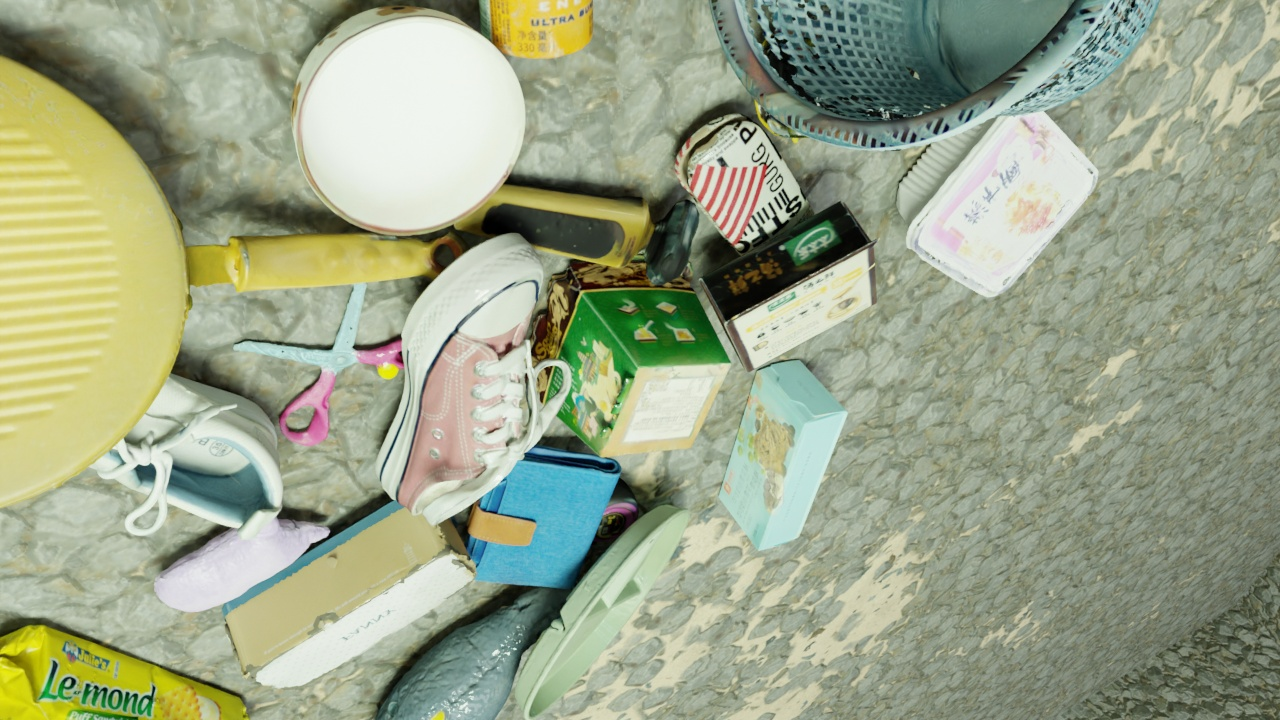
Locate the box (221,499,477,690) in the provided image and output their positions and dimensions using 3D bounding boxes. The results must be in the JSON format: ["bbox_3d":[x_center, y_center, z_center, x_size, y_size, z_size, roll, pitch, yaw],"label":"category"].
[{"bbox_3d":[-0.205,0.168,0.678,0.184,0.062,0.090,-32,153,-9],"label":"box"}]

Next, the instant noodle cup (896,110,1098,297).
[{"bbox_3d":[0.282,-0.136,0.751,0.173,0.060,0.138,18,116,-43],"label":"instant noodle cup"}]

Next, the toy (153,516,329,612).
[{"bbox_3d":[-0.277,0.136,0.620,0.108,0.039,0.084,-30,152,2],"label":"toy"}]

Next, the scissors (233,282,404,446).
[{"bbox_3d":[-0.188,0.003,0.579,0.133,0.017,0.134,9,123,-36],"label":"scissors"}]

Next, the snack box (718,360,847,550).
[{"bbox_3d":[0.127,0.090,0.843,0.051,0.074,0.175,-13,135,-27],"label":"snack box"}]

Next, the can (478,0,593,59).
[{"bbox_3d":[-0.051,-0.220,0.428,0.058,0.058,0.146,-19,137,-21],"label":"can"}]

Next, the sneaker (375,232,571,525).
[{"bbox_3d":[-0.101,0.029,0.576,0.118,0.088,0.242,-29,156,-46],"label":"sneaker"}]

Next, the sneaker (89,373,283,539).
[{"bbox_3d":[-0.286,0.030,0.475,0.089,0.090,0.242,-42,139,4],"label":"sneaker"}]

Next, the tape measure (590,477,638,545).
[{"bbox_3d":[-0.033,0.127,0.792,0.058,0.039,0.057,-22,135,-10],"label":"tape measure"}]

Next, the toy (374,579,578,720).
[{"bbox_3d":[-0.173,0.320,0.838,0.137,0.091,0.357,0,131,-52],"label":"toy"}]

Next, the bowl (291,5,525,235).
[{"bbox_3d":[-0.122,-0.127,0.463,0.113,0.062,0.114,-21,137,-21],"label":"bowl"}]

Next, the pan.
[{"bbox_3d":[-0.232,-0.042,0.424,0.356,0.078,0.198,-9,95,-33],"label":"pan"}]

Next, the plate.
[{"bbox_3d":[-0.034,0.219,0.820,0.229,0.027,0.231,-47,162,-21],"label":"plate"}]

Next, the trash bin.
[{"bbox_3d":[0.182,-0.220,0.499,0.194,0.226,0.227,-6,132,-49],"label":"trash bin"}]

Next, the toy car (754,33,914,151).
[{"bbox_3d":[0.129,-0.178,0.605,0.155,0.041,0.071,-5,103,-37],"label":"toy car"}]

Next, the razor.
[{"bbox_3d":[-0.036,-0.082,0.573,0.167,0.067,0.062,6,124,-32],"label":"razor"}]

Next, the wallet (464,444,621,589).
[{"bbox_3d":[-0.084,0.128,0.736,0.106,0.040,0.133,11,120,-19],"label":"wallet"}]

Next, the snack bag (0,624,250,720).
[{"bbox_3d":[-0.406,0.283,0.648,0.158,0.068,0.246,-36,139,-2],"label":"snack bag"}]

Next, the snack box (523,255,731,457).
[{"bbox_3d":[-0.004,0.004,0.641,0.117,0.105,0.118,-3,130,-35],"label":"snack box"}]

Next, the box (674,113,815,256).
[{"bbox_3d":[0.081,-0.106,0.634,0.072,0.060,0.164,-23,150,21],"label":"box"}]

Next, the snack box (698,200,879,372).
[{"bbox_3d":[0.108,-0.050,0.648,0.113,0.053,0.125,-29,155,4],"label":"snack box"}]
